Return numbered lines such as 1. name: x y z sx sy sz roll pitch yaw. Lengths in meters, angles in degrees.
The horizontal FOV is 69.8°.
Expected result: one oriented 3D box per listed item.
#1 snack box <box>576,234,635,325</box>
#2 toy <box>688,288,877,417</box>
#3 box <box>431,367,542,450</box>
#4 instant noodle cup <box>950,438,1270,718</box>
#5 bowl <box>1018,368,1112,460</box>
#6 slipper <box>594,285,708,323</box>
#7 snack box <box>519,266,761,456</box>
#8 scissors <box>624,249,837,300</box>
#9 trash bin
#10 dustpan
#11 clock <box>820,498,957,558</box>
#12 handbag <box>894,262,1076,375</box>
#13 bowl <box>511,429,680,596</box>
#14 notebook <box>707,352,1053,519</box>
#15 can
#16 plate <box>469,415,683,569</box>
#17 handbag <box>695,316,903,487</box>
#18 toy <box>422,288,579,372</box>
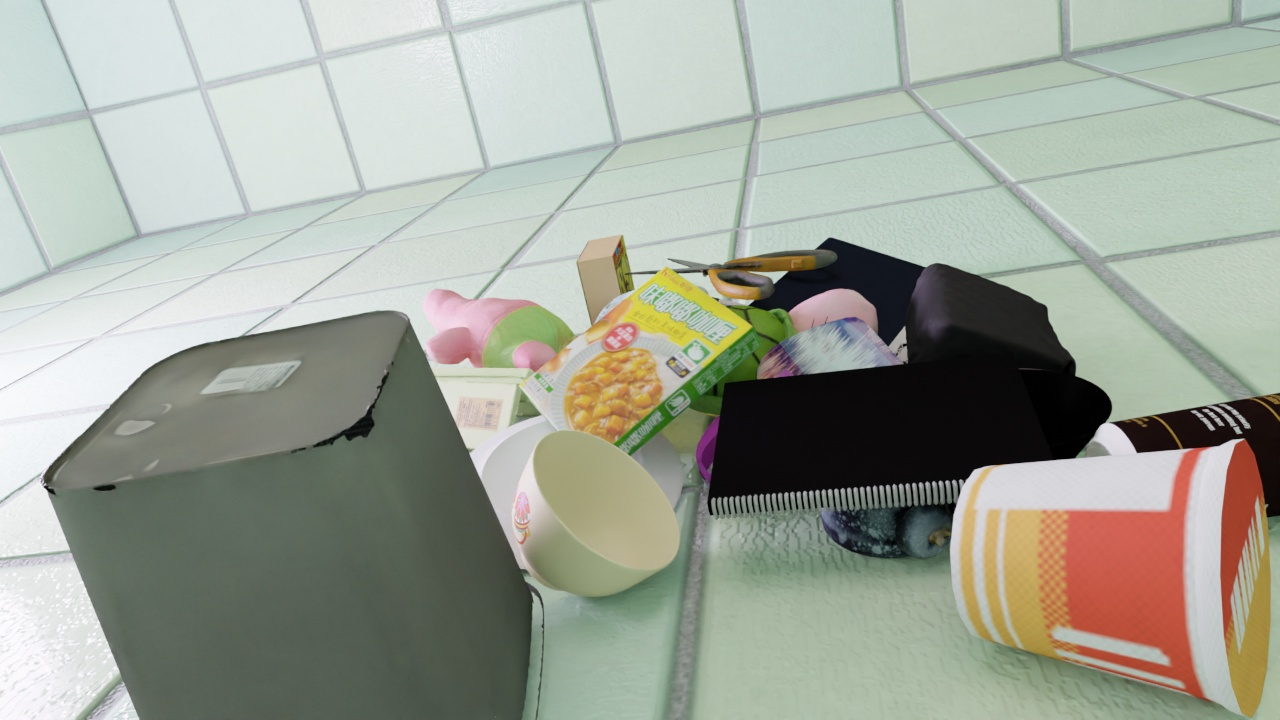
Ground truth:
1. snack box: -0.031 -0.065 1.017 0.040 0.126 0.088 -9 21 10
2. toy: 0.092 -0.003 0.805 0.238 0.088 0.189 -8 39 -2
3. box: -0.175 0.049 0.927 0.188 0.091 0.083 3 -9 34
4. instant noodle cup: 0.234 0.102 0.462 0.121 0.123 0.123 -4 21 42
5. bowl: 0.261 0.055 0.643 0.124 0.052 0.124 -11 21 4
6. slipper: -0.003 0.008 0.895 0.104 0.074 0.244 2 41 22
7. snack box: -0.004 0.004 0.752 0.168 0.027 0.132 -40 41 -8
8. scissors: 0.093 -0.090 0.941 0.225 0.016 0.224 -4 18 6
9. trash bin: -0.174 0.110 0.496 0.197 0.220 0.197 -10 26 3
10. dustpan: 0.184 -0.051 0.984 0.273 0.080 0.235 22 35 23
11. clock: 0.175 0.091 0.607 0.090 0.052 0.130 -29 31 -37
12. handbag: 0.282 0.000 0.765 0.125 0.115 0.153 16 23 7
13. bowl: -0.042 0.115 0.621 0.074 0.118 0.117 -50 6 25
14. notebook: 0.154 0.048 0.615 0.207 0.016 0.148 -7 29 14
15. can: 0.344 0.062 0.550 0.128 0.072 0.071 -11 21 4
16. plate: -0.061 0.090 0.727 0.188 0.016 0.188 -5 34 3
17. handbag: 0.121 0.048 0.709 0.170 0.068 0.144 -29 56 -8
18. toy: -0.157 -0.025 0.998 0.237 0.097 0.191 23 14 34
